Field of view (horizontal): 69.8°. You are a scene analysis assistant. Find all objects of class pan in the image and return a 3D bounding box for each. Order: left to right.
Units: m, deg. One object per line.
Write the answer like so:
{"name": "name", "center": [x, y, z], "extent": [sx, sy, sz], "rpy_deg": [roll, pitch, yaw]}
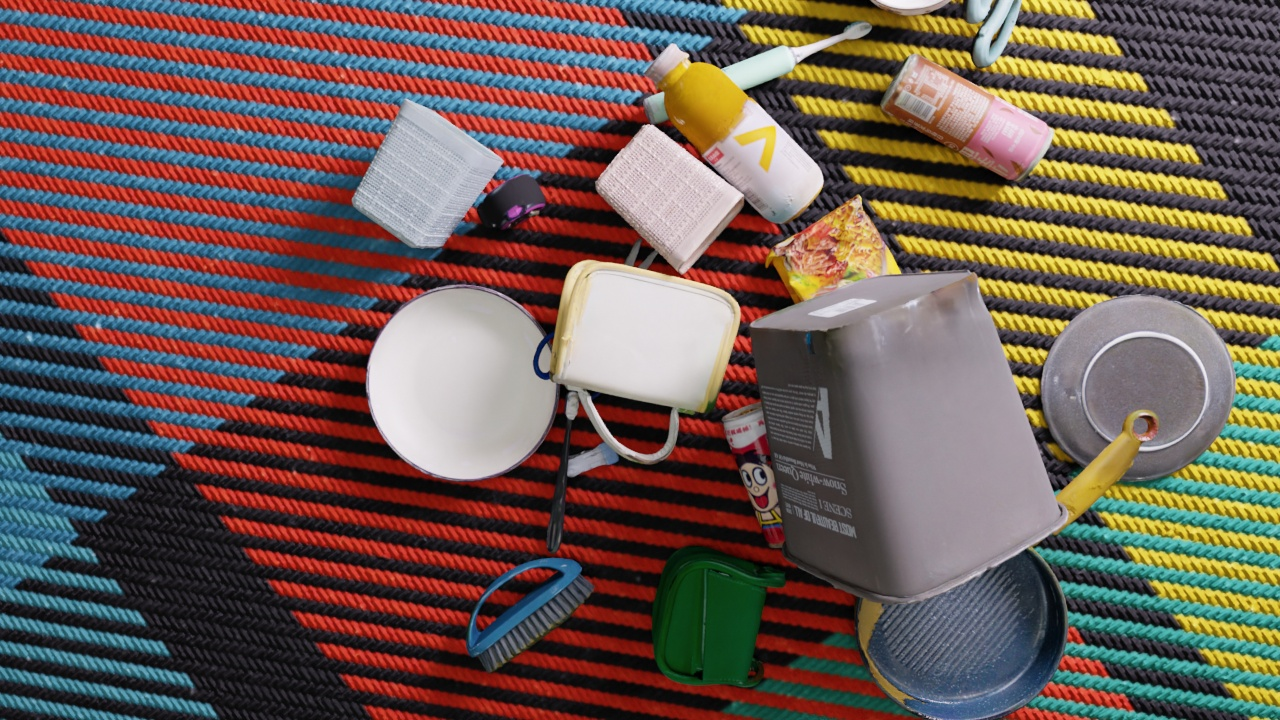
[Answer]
{"name": "pan", "center": [0.350, 0.187, 0.860], "extent": [0.197, 0.078, 0.357], "rpy_deg": [36, 97, 0]}

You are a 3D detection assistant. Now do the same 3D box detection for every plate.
{"name": "plate", "center": [-0.172, 0.022, 0.907], "extent": [0.192, 0.039, 0.192], "rpy_deg": [0, 94, 4]}
{"name": "plate", "center": [0.471, 0.028, 0.864], "extent": [0.179, 0.024, 0.179], "rpy_deg": [0, 95, 5]}

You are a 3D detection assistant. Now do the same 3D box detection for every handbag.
{"name": "handbag", "center": [-0.005, 0.005, 0.860], "extent": [0.163, 0.063, 0.179], "rpy_deg": [12, 95, -18]}
{"name": "handbag", "center": [0.073, 0.252, 0.899], "extent": [0.120, 0.068, 0.131], "rpy_deg": [12, 95, -4]}

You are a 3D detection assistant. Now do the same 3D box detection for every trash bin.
{"name": "trash bin", "center": [0.206, 0.052, 0.769], "extent": [0.198, 0.199, 0.220], "rpy_deg": [-22, 102, -20]}

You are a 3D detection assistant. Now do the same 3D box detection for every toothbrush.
{"name": "toothbrush", "center": [-0.076, 0.114, 0.897], "extent": [0.015, 0.018, 0.181], "rpy_deg": [4, 113, -11]}
{"name": "toothbrush", "center": [0.110, -0.274, 0.866], "extent": [0.224, 0.027, 0.026], "rpy_deg": [-20, 129, 6]}

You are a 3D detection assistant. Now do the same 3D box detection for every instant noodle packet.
{"name": "instant noodle packet", "center": [0.193, -0.074, 0.869], "extent": [0.111, 0.044, 0.128], "rpy_deg": [-31, 92, 11]}

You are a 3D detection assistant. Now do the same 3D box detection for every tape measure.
{"name": "tape measure", "center": [-0.120, -0.150, 0.879], "extent": [0.058, 0.057, 0.039], "rpy_deg": [-28, 94, 29]}

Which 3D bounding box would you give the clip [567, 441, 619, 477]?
{"name": "clip", "center": [-0.051, 0.098, 0.915], "extent": [0.057, 0.032, 0.025], "rpy_deg": [-18, 96, 2]}

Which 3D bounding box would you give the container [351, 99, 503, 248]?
{"name": "container", "center": [-0.203, -0.171, 0.870], "extent": [0.090, 0.090, 0.111], "rpy_deg": [34, 99, 1]}

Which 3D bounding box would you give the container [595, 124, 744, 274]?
{"name": "container", "center": [0.025, -0.151, 0.853], "extent": [0.111, 0.090, 0.090], "rpy_deg": [42, 96, 3]}

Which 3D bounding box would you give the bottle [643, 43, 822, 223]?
{"name": "bottle", "center": [0.084, -0.208, 0.837], "extent": [0.189, 0.068, 0.068], "rpy_deg": [42, 97, -11]}

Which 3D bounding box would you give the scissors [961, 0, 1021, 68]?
{"name": "scissors", "center": [0.335, -0.343, 0.828], "extent": [0.019, 0.143, 0.179], "rpy_deg": [19, 63, 35]}

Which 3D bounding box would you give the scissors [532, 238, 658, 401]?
{"name": "scissors", "center": [-0.045, -0.046, 0.881], "extent": [0.132, 0.012, 0.172], "rpy_deg": [3, 92, -19]}

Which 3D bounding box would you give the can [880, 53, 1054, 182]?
{"name": "can", "center": [0.297, -0.222, 0.839], "extent": [0.147, 0.058, 0.058], "rpy_deg": [29, 96, 1]}

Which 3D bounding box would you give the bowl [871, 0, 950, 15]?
{"name": "bowl", "center": [0.248, -0.363, 0.824], "extent": [0.114, 0.062, 0.113], "rpy_deg": [1, 93, 19]}

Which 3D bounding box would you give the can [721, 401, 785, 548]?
{"name": "can", "center": [0.124, 0.109, 0.884], "extent": [0.053, 0.053, 0.133], "rpy_deg": [-21, 93, 6]}

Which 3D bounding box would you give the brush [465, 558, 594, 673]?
{"name": "brush", "center": [-0.118, 0.245, 0.914], "extent": [0.144, 0.055, 0.073], "rpy_deg": [-39, 91, 7]}
